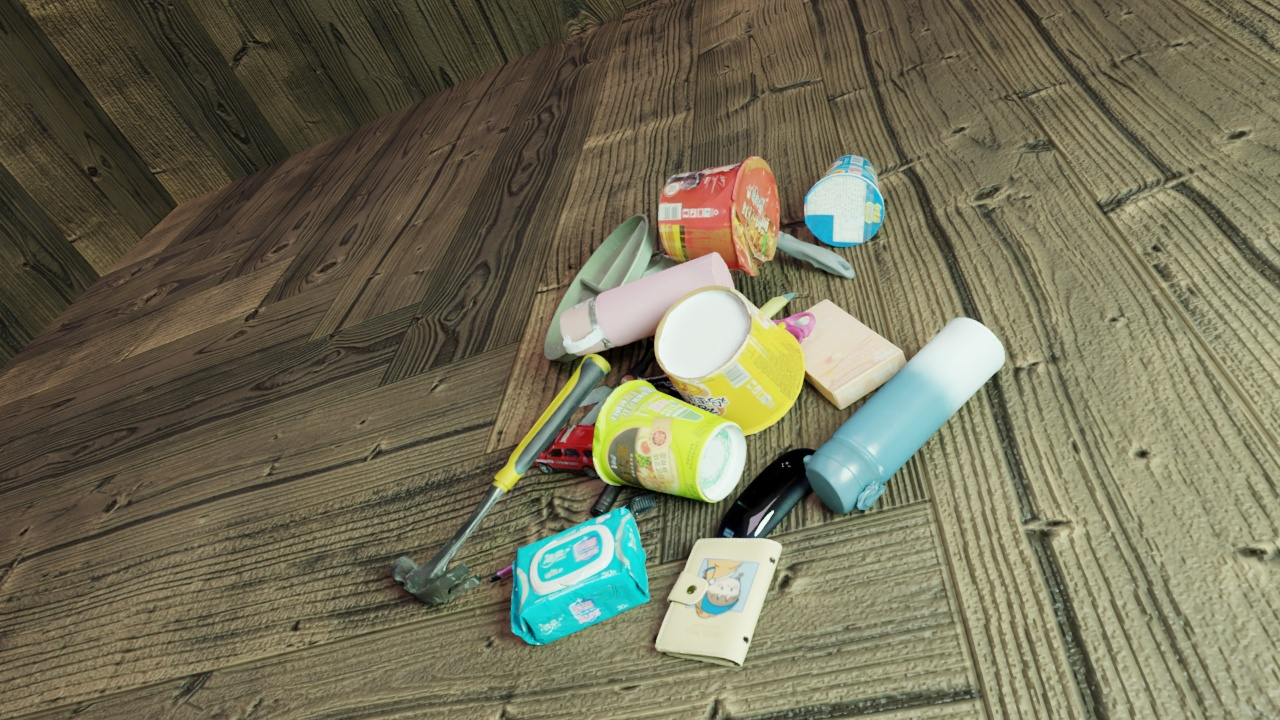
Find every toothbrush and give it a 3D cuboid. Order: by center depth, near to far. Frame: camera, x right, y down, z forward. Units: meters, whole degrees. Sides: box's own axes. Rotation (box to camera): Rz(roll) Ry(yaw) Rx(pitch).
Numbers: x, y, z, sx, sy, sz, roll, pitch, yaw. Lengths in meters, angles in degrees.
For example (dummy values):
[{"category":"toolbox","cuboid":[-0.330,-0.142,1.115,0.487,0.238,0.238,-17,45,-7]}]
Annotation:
[{"category":"toothbrush","cuboid":[-0.068,0.181,0.922,0.189,0.014,0.017,-28,40,1]}]

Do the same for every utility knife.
[{"category":"utility knife","cuboid":[0.129,-0.038,1.090,0.031,0.018,0.166,18,55,45]}]

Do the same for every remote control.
[{"category":"remote control","cuboid":[0.120,0.123,0.849,0.136,0.024,0.053,-43,34,-23]}]

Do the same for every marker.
[{"category":"marker","cuboid":[-0.016,0.114,0.976,0.022,0.020,0.131,-28,23,49]}]

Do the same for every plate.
[{"category":"plate","cuboid":[-0.053,-0.093,1.216,0.231,0.027,0.229,-49,20,24]}]

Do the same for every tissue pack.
[{"category":"tissue pack","cuboid":[-0.059,0.199,0.851,0.133,0.050,0.093,-25,32,6]}]

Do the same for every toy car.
[{"category":"toy car","cuboid":[-0.072,0.097,1.022,0.121,0.045,0.052,-4,37,37]}]

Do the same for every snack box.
[{"category":"snack box","cuboid":[0.205,-0.010,0.979,0.084,0.026,0.157,-31,31,-4]}]

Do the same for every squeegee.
[{"category":"squeegee","cuboid":[0.170,-0.150,1.172,0.247,0.040,0.250,-26,35,-35]}]

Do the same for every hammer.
[{"category":"hammer","cuboid":[-0.136,0.121,0.984,0.322,0.032,0.126,-52,30,-19]}]

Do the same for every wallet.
[{"category":"wallet","cuboid":[0.064,0.201,0.778,0.087,0.024,0.114,-1,46,33]}]

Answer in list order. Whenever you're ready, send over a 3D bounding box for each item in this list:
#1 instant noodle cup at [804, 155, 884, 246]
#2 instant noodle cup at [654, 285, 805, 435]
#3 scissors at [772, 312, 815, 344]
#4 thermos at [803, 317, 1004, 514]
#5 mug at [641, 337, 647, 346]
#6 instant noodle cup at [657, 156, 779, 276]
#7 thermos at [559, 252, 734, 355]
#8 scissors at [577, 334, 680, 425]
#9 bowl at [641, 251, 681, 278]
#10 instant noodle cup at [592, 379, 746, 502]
[{"category":"instant noodle cup","cuboid":[0.265,-0.213,1.177,0.099,0.099,0.109,-11,28,25]},{"category":"instant noodle cup","cuboid":[0.085,-0.004,0.942,0.138,0.110,0.137,-16,56,25]},{"category":"scissors","cuboid":[0.143,-0.038,1.030,0.056,0.017,0.133,-55,32,-11]},{"category":"thermos","cuboid":[0.239,0.050,0.829,0.220,0.070,0.070,-40,33,-19]},{"category":"mug","cuboid":[0.057,-0.060,1.130,0.106,0.082,0.111,-19,0,15]},{"category":"instant noodle cup","cuboid":[0.092,-0.173,1.100,0.109,0.138,0.137,4,43,30]},{"category":"thermos","cuboid":[0.003,-0.055,1.027,0.199,0.067,0.087,-18,20,20]},{"category":"scissors","cuboid":[0.007,0.027,1.054,0.190,0.021,0.229,32,89,25]},{"category":"bowl","cuboid":[0.017,-0.107,1.239,0.113,0.062,0.113,-19,32,12]},{"category":"instant noodle cup","cuboid":[0.034,0.085,0.904,0.124,0.112,0.111,14,49,38]}]
